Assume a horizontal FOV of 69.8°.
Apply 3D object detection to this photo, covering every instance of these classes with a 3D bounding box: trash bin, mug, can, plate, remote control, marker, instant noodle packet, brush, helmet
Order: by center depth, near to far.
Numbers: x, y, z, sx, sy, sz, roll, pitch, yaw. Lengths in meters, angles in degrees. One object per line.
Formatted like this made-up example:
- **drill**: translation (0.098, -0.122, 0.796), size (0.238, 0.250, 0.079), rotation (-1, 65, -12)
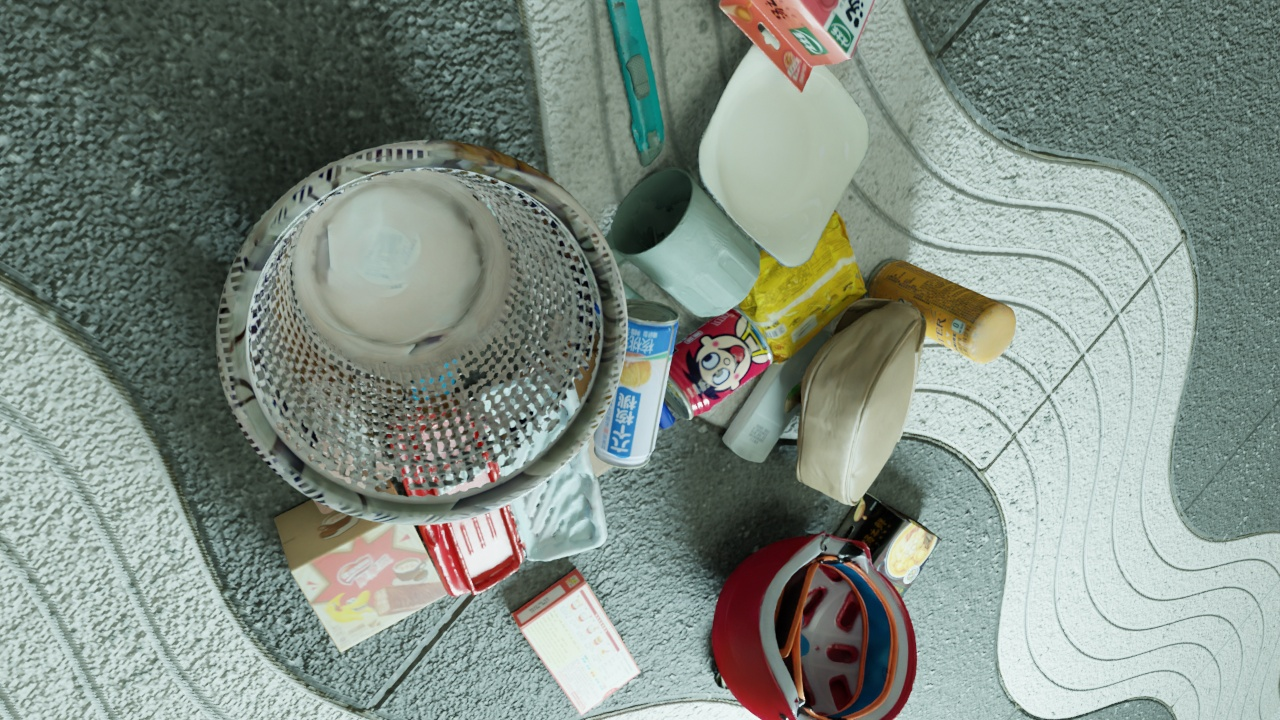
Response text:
- **trash bin**: translation (-0.145, -0.038, 0.593), size (0.227, 0.192, 0.228), rotation (-7, 112, -18)
- **brush**: translation (-0.237, 0.045, 0.668), size (0.063, 0.073, 0.146), rotation (-30, 123, -14)
- **can**: translation (-0.005, 0.020, 0.761), size (0.053, 0.053, 0.135), rotation (-3, 116, -29)
- **mug**: translation (0.024, -0.084, 0.763), size (0.124, 0.083, 0.103), rotation (-35, 132, 22)
- **plate**: translation (0.115, -0.179, 0.773), size (0.163, 0.034, 0.164), rotation (38, 77, -35)
- **marker**: translation (-0.005, 0.005, 0.815), size (0.017, 0.017, 0.146), rotation (-36, 123, -11)
- **can**: translation (0.063, 0.003, 0.828), size (0.093, 0.066, 0.066), rotation (-35, 126, -11)
- **instant noodle packet**: translation (0.145, -0.070, 0.854), size (0.128, 0.044, 0.111), rotation (-36, 120, -15)
- **can**: translation (0.286, -0.050, 0.883), size (0.058, 0.146, 0.058), rotation (-13, 119, -25)
- **remote control**: translation (0.139, 0.032, 0.915), size (0.058, 0.021, 0.150), rotation (30, 96, -40)
- **helmet**: translation (0.172, 0.293, 0.975), size (0.240, 0.144, 0.206), rotation (29, 61, -35)

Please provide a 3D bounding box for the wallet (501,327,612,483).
- **wallet**: translation (-0.051, 0.046, 0.801), size (0.119, 0.035, 0.131), rotation (-35, 128, -13)

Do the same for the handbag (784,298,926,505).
- **handbag**: translation (0.205, 0.038, 0.886), size (0.147, 0.100, 0.205), rotation (-45, 150, -31)

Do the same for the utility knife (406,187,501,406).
- **utility knife**: translation (-0.138, -0.059, 0.710), size (0.034, 0.018, 0.208), rotation (11, 106, -33)

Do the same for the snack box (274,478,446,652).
- **snack box**: translation (-0.221, 0.156, 0.728), size (0.092, 0.077, 0.094), rotation (-26, 123, -17)

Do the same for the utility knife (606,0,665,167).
- **utility knife**: translation (-0.006, -0.234, 0.704), size (0.029, 0.013, 0.178), rotation (-27, 124, -18)

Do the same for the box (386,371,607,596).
- **box**: translation (-0.115, 0.106, 0.774), size (0.160, 0.050, 0.201), rotation (-19, 127, -13)

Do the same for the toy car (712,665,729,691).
- **toy car**: translation (0.147, 0.355, 1.069), size (0.158, 0.042, 0.070), rotation (17, 104, -38)

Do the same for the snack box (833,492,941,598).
- **snack box**: translation (0.281, 0.230, 1.084), size (0.125, 0.053, 0.113), rotation (29, 97, -42)

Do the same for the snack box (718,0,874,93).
- **snack box**: translation (0.132, -0.296, 0.713), size (0.113, 0.044, 0.127), rotation (31, 77, -38)

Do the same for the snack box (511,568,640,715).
- **snack box**: translation (-0.062, 0.284, 0.917), size (0.077, 0.027, 0.156), rotation (-33, 125, -13)
